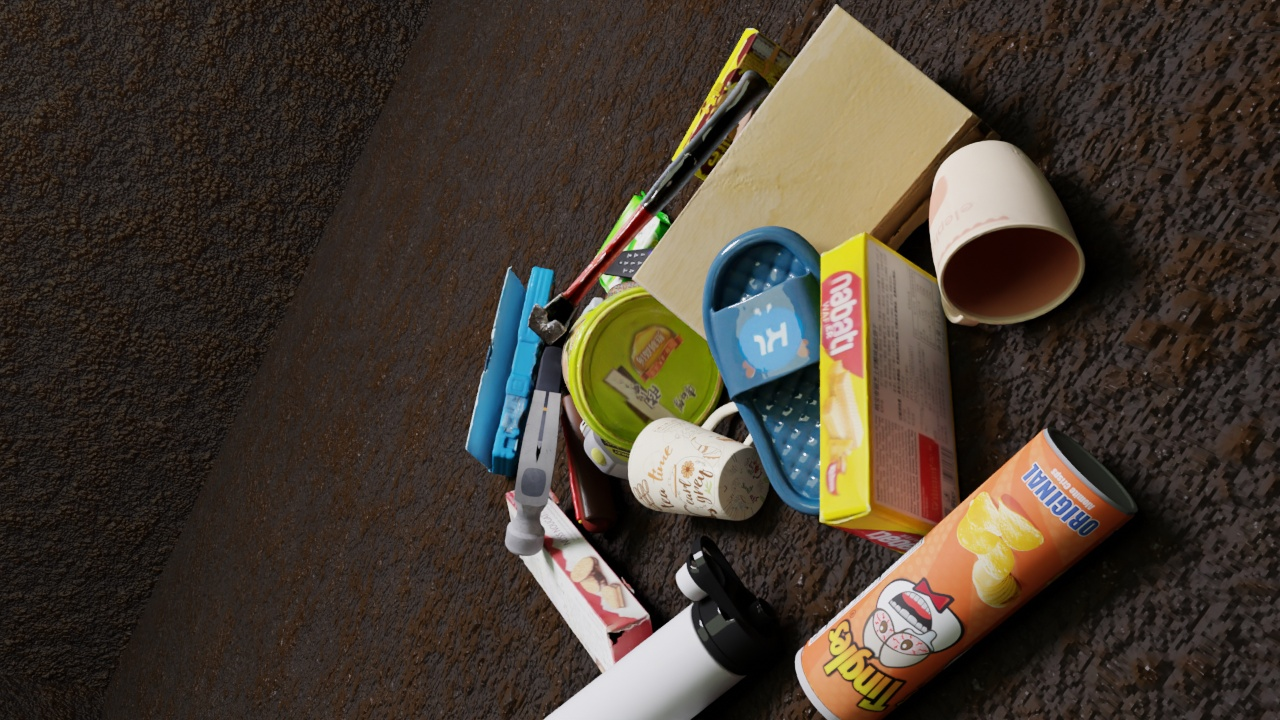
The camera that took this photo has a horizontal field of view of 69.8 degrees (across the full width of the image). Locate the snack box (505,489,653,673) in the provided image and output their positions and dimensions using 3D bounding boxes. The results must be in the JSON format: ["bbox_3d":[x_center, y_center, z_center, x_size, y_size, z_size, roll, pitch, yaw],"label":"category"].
[{"bbox_3d":[-0.060,0.202,0.855,0.273,0.044,0.077,33,136,60],"label":"snack box"}]

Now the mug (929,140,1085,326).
[{"bbox_3d":[0.226,-0.078,0.602,0.112,0.085,0.104,103,175,-48],"label":"mug"}]

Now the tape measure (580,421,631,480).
[{"bbox_3d":[-0.025,0.086,0.884,0.017,0.064,0.065,-54,38,20],"label":"tape measure"}]

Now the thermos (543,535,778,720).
[{"bbox_3d":[-0.002,0.238,0.694,0.230,0.101,0.068,-43,1,18],"label":"thermos"}]

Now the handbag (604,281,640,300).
[{"bbox_3d":[-0.010,0.016,0.949,0.094,0.043,0.195,3,81,54],"label":"handbag"}]

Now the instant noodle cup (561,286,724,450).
[{"bbox_3d":[-0.005,0.005,0.839,0.146,0.146,0.098,-68,21,-2],"label":"instant noodle cup"}]

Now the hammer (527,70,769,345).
[{"bbox_3d":[0.006,-0.143,0.877,0.326,0.036,0.140,-49,4,7],"label":"hammer"}]

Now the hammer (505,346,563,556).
[{"bbox_3d":[-0.100,0.061,0.950,0.312,0.035,0.139,-96,16,-70],"label":"hammer"}]

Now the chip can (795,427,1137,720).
[{"bbox_3d":[0.182,0.133,0.535,0.211,0.062,0.062,-51,34,24],"label":"chip can"}]

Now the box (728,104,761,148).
[{"bbox_3d":[0.110,-0.135,0.848,0.157,0.063,0.216,19,86,48],"label":"box"}]

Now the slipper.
[{"bbox_3d":[0.101,0.011,0.658,0.104,0.059,0.213,-18,88,28],"label":"slipper"}]

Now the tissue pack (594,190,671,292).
[{"bbox_3d":[-0.008,-0.123,1.026,0.114,0.034,0.099,-56,31,14],"label":"tissue pack"}]

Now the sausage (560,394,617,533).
[{"bbox_3d":[-0.055,0.102,0.924,0.040,0.040,0.155,-42,46,35],"label":"sausage"}]

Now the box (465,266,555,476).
[{"bbox_3d":[-0.157,0.010,1.110,0.091,0.066,0.243,114,166,-67],"label":"box"}]

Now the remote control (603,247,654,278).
[{"bbox_3d":[0.014,-0.099,0.956,0.125,0.010,0.039,5,75,36],"label":"remote control"}]

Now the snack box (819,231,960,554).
[{"bbox_3d":[0.164,0.021,0.608,0.042,0.092,0.200,-27,49,47],"label":"snack box"}]

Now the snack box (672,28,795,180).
[{"bbox_3d":[0.095,-0.250,0.922,0.149,0.061,0.025,-60,32,12],"label":"snack box"}]

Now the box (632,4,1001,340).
[{"bbox_3d":[0.130,-0.119,0.705,0.141,0.148,0.249,50,116,25],"label":"box"}]

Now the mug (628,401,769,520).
[{"bbox_3d":[0.063,0.079,0.763,0.097,0.081,0.121,7,50,51],"label":"mug"}]

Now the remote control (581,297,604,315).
[{"bbox_3d":[-0.062,-0.026,1.006,0.134,0.022,0.050,133,140,-68],"label":"remote control"}]
